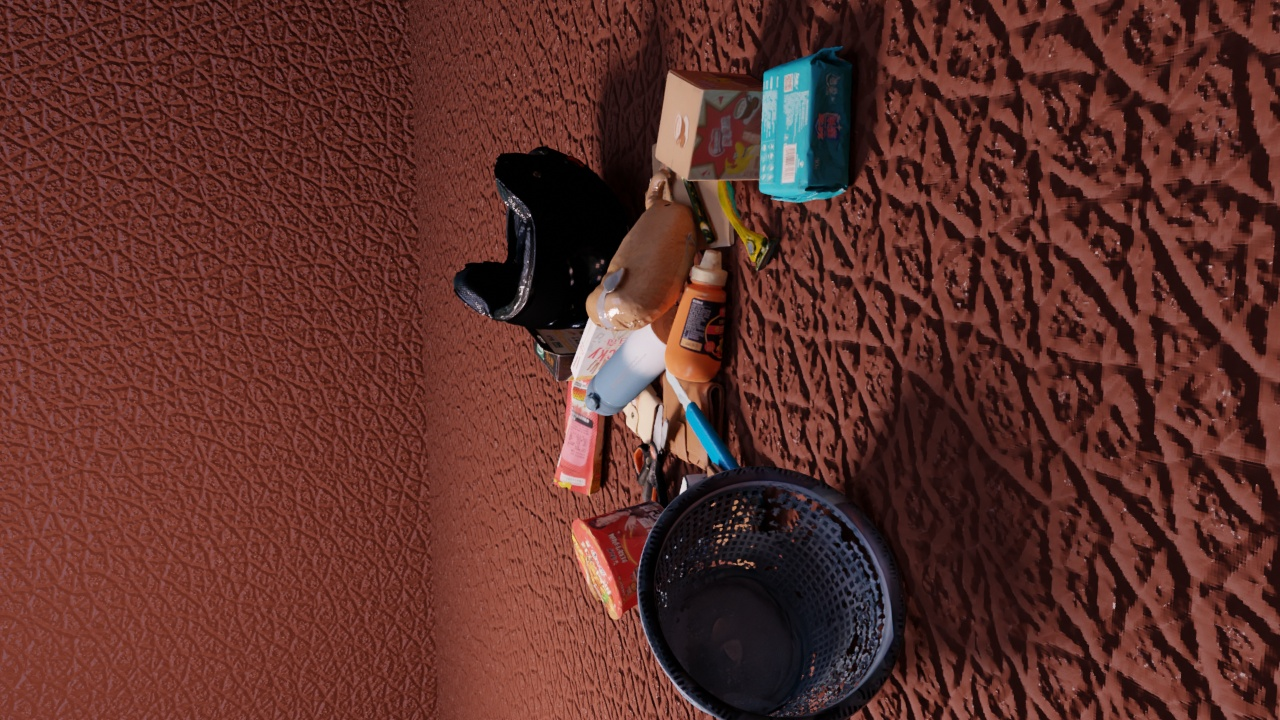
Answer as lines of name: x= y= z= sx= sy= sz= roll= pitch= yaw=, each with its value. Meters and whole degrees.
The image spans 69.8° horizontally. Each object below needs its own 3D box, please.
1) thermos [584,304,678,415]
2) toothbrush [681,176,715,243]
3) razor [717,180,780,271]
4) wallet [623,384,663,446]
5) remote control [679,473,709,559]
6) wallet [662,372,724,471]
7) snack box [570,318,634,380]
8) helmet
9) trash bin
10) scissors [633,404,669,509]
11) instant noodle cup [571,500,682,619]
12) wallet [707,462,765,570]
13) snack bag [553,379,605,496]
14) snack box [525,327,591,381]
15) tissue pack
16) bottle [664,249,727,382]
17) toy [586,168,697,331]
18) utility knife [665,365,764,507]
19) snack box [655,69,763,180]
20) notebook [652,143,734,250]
thermos: x=-0.007 y=0.007 z=1.193 sx=0.221 sy=0.070 sz=0.070 roll=-46 pitch=51 yaw=51
toothbrush: x=0.058 y=-0.213 z=1.083 sx=0.017 sy=0.012 sz=0.185 roll=-50 pitch=46 yaw=44
razor: x=0.106 y=-0.155 z=0.972 sx=0.043 sy=0.028 sz=0.132 roll=108 pitch=147 yaw=-49
wallet: x=-0.001 y=0.064 z=1.279 sx=0.115 sy=0.024 sz=0.087 roll=-126 pitch=37 yaw=-51
remote control: x=0.064 y=0.188 z=1.105 sx=0.024 sy=0.049 sz=0.125 roll=-118 pitch=33 yaw=-51
wallet: x=0.061 y=0.070 z=1.120 sx=0.132 sy=0.031 sz=0.108 roll=-158 pitch=68 yaw=-67
snack box: x=-0.038 y=-0.029 z=1.273 sx=0.157 sy=0.084 sz=0.026 roll=114 pitch=143 yaw=-50
helmet: x=-0.124 y=-0.166 z=1.281 sx=0.274 sy=0.230 sz=0.234 roll=-92 pitch=26 yaw=-45
trash bin: x=0.102 y=0.237 z=0.845 sx=0.195 sy=0.226 sz=0.226 roll=100 pitch=157 yaw=-60
scissors: x=0.012 y=0.113 z=1.191 sx=0.161 sy=0.021 sz=0.234 roll=-125 pitch=24 yaw=-52
instant noodle cup: x=-0.013 y=0.249 z=1.194 sx=0.138 sy=0.108 sz=0.138 roll=50 pitch=152 yaw=40
wallet: x=0.105 y=0.182 z=1.009 sx=0.101 sy=0.020 sz=0.115 roll=-133 pitch=27 yaw=-56
snack bag: x=-0.093 y=0.103 z=1.466 sx=0.129 sy=0.073 sz=0.208 roll=27 pitch=113 yaw=60
snack box: x=-0.104 y=-0.015 z=1.381 sx=0.113 sy=0.125 sz=0.053 roll=-135 pitch=46 yaw=-58
tissue pack: x=0.149 y=-0.211 z=0.832 sx=0.093 sy=0.050 sz=0.133 roll=-156 pitch=65 yaw=-67
bottle: x=0.070 y=-0.053 z=1.046 sx=0.067 sy=0.066 sz=0.149 roll=-143 pitch=60 yaw=-62
toy: x=0.014 y=-0.133 z=1.098 sx=0.144 sy=0.082 sz=0.225 roll=2 pitch=60 yaw=47
utility knife: x=0.077 y=0.086 z=1.042 sx=0.203 sy=0.018 sz=0.034 roll=57 pitch=152 yaw=26
snack box: x=0.078 y=-0.240 z=0.939 sx=0.077 sy=0.094 sz=0.093 roll=-129 pitch=41 yaw=-50
notebook: x=0.059 y=-0.204 z=1.109 sx=0.208 sy=0.008 sz=0.148 roll=-175 pitch=82 yaw=-67
